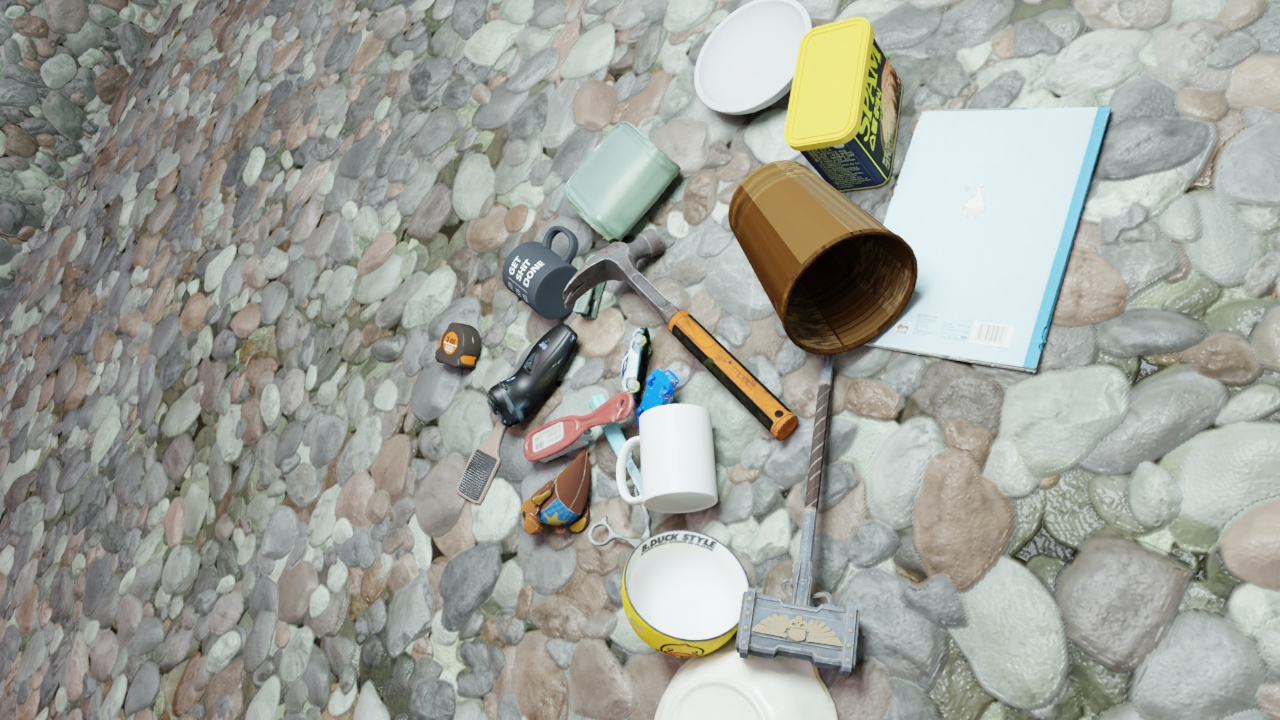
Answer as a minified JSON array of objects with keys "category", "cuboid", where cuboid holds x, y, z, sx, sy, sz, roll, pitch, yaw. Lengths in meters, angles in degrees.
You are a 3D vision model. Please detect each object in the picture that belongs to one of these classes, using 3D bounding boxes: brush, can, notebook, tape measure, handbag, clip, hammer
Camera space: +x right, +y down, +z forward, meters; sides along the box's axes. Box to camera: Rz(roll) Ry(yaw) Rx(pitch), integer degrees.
[{"category":"brush","cuboid":[-0.186,0.106,1.121,0.050,0.015,0.135,21,84,40]},{"category":"can","cuboid":[0.208,-0.251,0.920,0.075,0.104,0.135,0,70,37]},{"category":"brush","cuboid":[-0.064,0.076,1.019,0.173,0.030,0.041,-26,55,35]},{"category":"notebook","cuboid":[0.308,-0.121,0.849,0.181,0.009,0.253,13,78,41]},{"category":"tape measure","cuboid":[-0.235,-0.019,1.200,0.058,0.038,0.059,15,94,41]},{"category":"handbag","cuboid":[-0.021,-0.210,1.099,0.122,0.067,0.106,-48,41,10]},{"category":"clip","cuboid":[-0.058,-0.088,1.101,0.023,0.042,0.075,5,75,37]},{"category":"hammer","cuboid":[0.043,-0.022,0.965,0.137,0.035,0.314,-30,53,-19]},{"category":"hammer","cuboid":[0.158,0.111,0.833,0.098,0.044,0.321,7,66,11]}]

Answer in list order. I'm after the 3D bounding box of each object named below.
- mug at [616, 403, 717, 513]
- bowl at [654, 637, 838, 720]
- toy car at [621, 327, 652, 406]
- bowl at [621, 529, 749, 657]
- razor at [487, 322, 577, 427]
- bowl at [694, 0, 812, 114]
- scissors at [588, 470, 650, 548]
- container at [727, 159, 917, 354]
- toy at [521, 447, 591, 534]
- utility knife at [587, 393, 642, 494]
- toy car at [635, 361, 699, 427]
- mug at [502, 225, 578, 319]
[{"category":"mug","cuboid":[0.022,0.104,0.926,0.111,0.073,0.090,-18,60,31]},{"category":"bowl","cuboid":[0.077,0.334,0.794,0.189,0.060,0.219,17,82,41]},{"category":"toy car","cuboid":[-0.006,0.006,1.009,0.027,0.039,0.089,4,72,15]},{"category":"bowl","cuboid":[0.038,0.224,0.851,0.068,0.117,0.117,101,148,-44]},{"category":"razor","cuboid":[-0.130,0.013,1.086,0.140,0.063,0.053,-53,50,7]},{"category":"bowl","cuboid":[0.136,-0.341,1.054,0.150,0.043,0.149,-16,62,32]},{"category":"scissors","cuboid":[0.010,0.180,0.942,0.142,0.014,0.158,15,75,33]},{"category":"container","cuboid":[0.162,-0.108,0.878,0.132,0.132,0.167,-43,41,14]},{"category":"toy","cuboid":[-0.093,0.145,1.023,0.090,0.070,0.102,-27,33,40]},{"category":"utility knife","cuboid":[-0.023,0.093,0.996,0.022,0.015,0.165,-42,46,13]},{"category":"toy car","cuboid":[0.036,0.035,0.988,0.033,0.061,0.092,45,129,38]},{"category":"mug","cuboid":[-0.112,-0.113,1.119,0.077,0.071,0.105,38,105,41]}]
